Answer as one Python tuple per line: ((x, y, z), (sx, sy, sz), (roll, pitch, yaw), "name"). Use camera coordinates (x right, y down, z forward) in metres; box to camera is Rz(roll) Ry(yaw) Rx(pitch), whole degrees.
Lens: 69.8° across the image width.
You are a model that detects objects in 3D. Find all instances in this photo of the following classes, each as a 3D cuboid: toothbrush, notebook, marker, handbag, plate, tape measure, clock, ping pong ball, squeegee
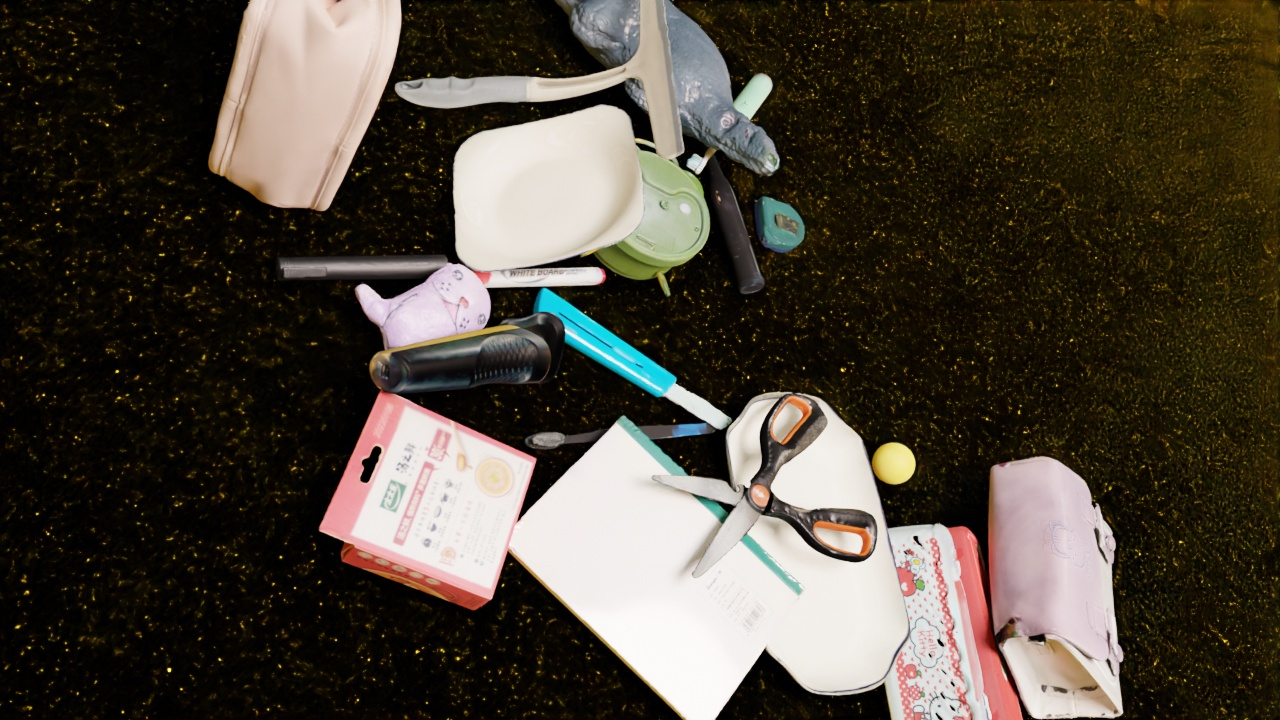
((0.096, -0.249, 0.966), (0.027, 0.027, 0.223), (33, 45, 0), "toothbrush")
((0.015, 0.162, 0.721), (0.209, 0.012, 0.150), (44, 60, 3), "notebook")
((-0.215, -0.073, 0.718), (0.131, 0.022, 0.020), (-4, 106, -32), "marker")
((-0.237, -0.248, 0.698), (0.093, 0.194, 0.233), (21, 48, -23), "handbag")
((0.148, 0.157, 0.811), (0.161, 0.034, 0.265), (2, 66, -29), "plate")
((0.085, -0.167, 0.941), (0.027, 0.026, 0.212), (26, 46, -61), "toothbrush")
((0.147, -0.142, 0.964), (0.054, 0.025, 0.058), (11, 63, -25), "tape measure")
((0.004, -0.146, 0.862), (0.116, 0.056, 0.160), (24, 57, -19), "clock")
((0.247, 0.100, 0.894), (0.040, 0.040, 0.040), (13, 61, -25), "ping pong ball")
((-0.093, -0.246, 0.814), (0.246, 0.039, 0.246), (-7, 58, 3), "squeegee")
((-0.010, 0.062, 0.777), (0.189, 0.016, 0.014), (-1, 73, -32), "toothbrush")
((-0.095, -0.071, 0.791), (0.145, 0.017, 0.017), (-5, 70, -32), "marker")
((-0.078, -0.142, 0.787), (0.164, 0.034, 0.163), (-11, 57, 5), "plate")
((0.385, 0.207, 0.854), (0.145, 0.099, 0.196), (47, 42, -26), "handbag")

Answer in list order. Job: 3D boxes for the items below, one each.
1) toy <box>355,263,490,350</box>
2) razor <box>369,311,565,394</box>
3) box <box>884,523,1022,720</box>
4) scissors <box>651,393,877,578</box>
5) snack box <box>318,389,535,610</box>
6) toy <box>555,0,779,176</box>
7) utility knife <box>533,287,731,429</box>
((-0.164, -0.037, 0.716), (0.107, 0.039, 0.084), (-32, 109, -36), "toy")
((-0.128, -0.003, 0.697), (0.068, 0.062, 0.167), (31, 26, 33), "razor")
((0.273, 0.255, 0.835), (0.112, 0.100, 0.201), (37, 43, -55), "box")
((0.116, 0.112, 0.771), (0.230, 0.022, 0.220), (35, 50, -12), "scissors")
((-0.152, 0.100, 0.655), (0.127, 0.044, 0.113), (27, 56, -18), "snack box")
((0.011, -0.304, 0.905), (0.356, 0.092, 0.137), (44, 27, 8), "toy")
((-0.005, 0.005, 0.807), (0.209, 0.018, 0.034), (33, 54, -14), "utility knife")
